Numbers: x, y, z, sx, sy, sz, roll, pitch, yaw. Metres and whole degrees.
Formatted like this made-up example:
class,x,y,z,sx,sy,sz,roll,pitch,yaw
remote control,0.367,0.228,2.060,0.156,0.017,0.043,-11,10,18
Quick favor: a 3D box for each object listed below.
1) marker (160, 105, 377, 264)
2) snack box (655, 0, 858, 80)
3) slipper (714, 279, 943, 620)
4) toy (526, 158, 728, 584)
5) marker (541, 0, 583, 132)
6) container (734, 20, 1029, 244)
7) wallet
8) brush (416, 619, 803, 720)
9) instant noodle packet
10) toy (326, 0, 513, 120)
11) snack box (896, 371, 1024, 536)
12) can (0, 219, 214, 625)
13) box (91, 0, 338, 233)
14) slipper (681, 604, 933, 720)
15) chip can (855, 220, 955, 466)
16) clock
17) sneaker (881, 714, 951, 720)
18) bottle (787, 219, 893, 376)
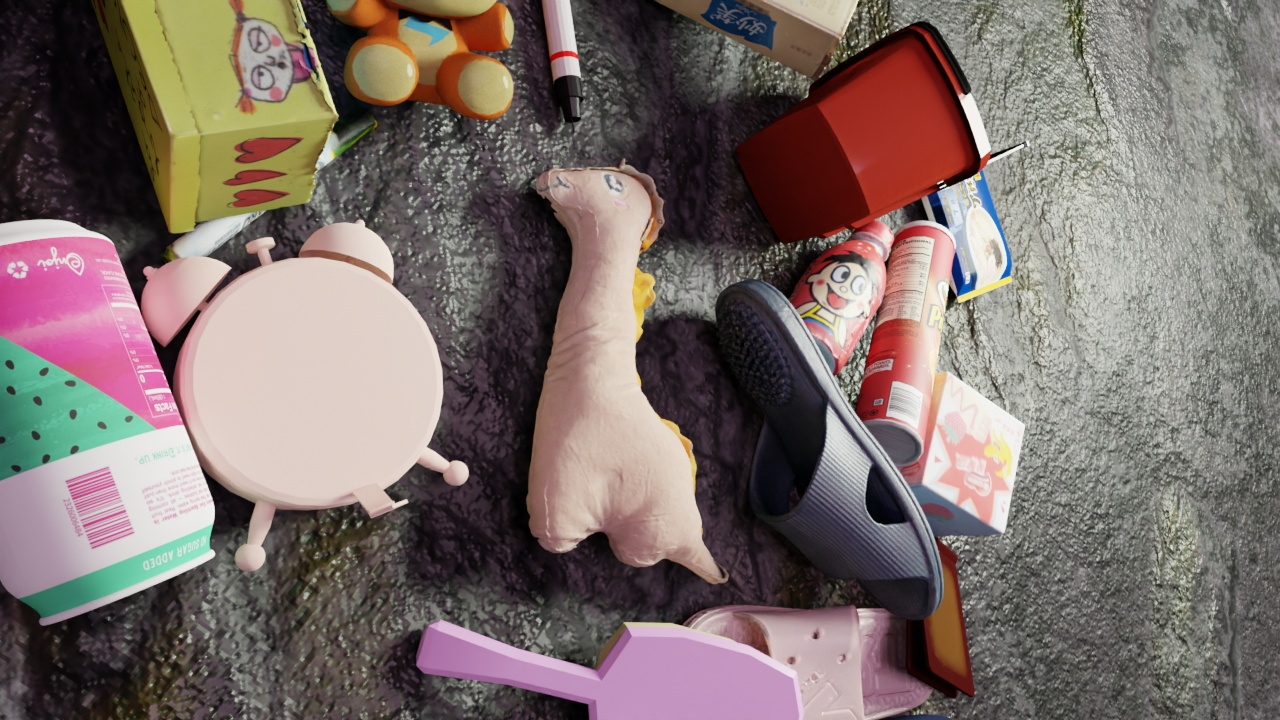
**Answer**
class,x,y,z,sx,sy,sz,roll,pitch,yaw
marker,-0.205,-0.098,0.516,0.017,0.017,0.146,49,61,-14
snack box,0.107,-0.333,0.701,0.153,0.055,0.207,26,67,-2
slipper,0.107,0.073,0.632,0.082,0.101,0.263,-29,90,-25
toy,-0.004,0.004,0.599,0.196,0.065,0.263,26,61,-34
marker,-0.055,-0.226,0.630,0.019,0.019,0.145,-5,83,-32
container,0.191,-0.175,0.695,0.200,0.148,0.127,-32,99,-23
wallet,0.223,0.187,0.695,0.091,0.018,0.115,37,47,-40
brush,-0.018,0.193,0.545,0.228,0.043,0.089,17,82,-7
instant noodle packet,0.285,-0.124,0.814,0.086,0.026,0.134,-19,91,-36
toy,-0.132,-0.226,0.547,0.112,0.096,0.176,-2,70,-31
snack box,0.229,0.075,0.708,0.093,0.080,0.094,31,66,-22
can,-0.260,0.026,0.415,0.088,0.088,0.166,-21,92,-33
box,-0.226,-0.187,0.449,0.082,0.125,0.221,-16,87,-28
slipper,0.131,0.215,0.631,0.239,0.065,0.094,7,77,-32
chip can,0.202,-0.019,0.697,0.052,0.052,0.214,39,49,-19
clock,-0.171,0.009,0.481,0.130,0.086,0.160,-20,85,-33
sneaker,0.126,0.319,0.590,0.232,0.092,0.118,-4,78,-31
bottle,0.152,-0.052,0.697,0.062,0.062,0.137,44,62,-17
